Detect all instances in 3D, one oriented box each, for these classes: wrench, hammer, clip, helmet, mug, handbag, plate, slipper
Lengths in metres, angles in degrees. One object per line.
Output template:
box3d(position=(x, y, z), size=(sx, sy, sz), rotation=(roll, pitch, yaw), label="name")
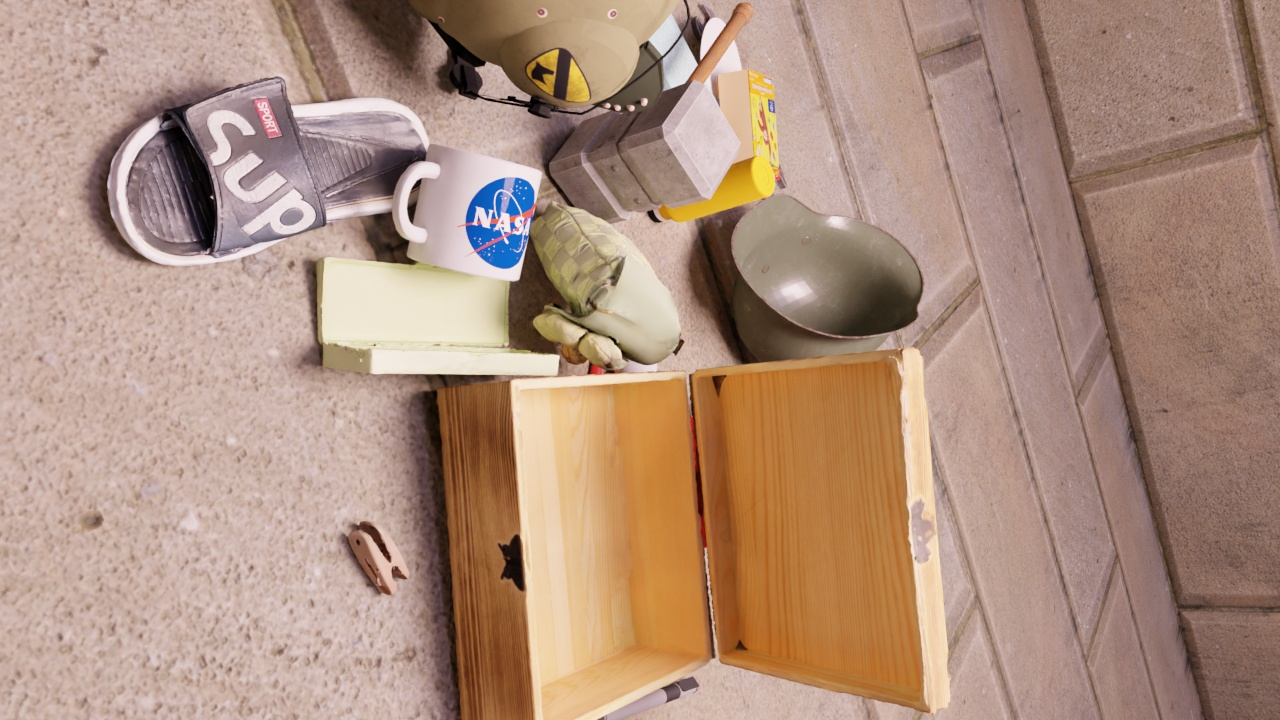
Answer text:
box3d(position=(0.130, -0.327, 1.192), size=(0.069, 0.010, 0.273), rotation=(-47, 117, -45), label="wrench")
box3d(position=(0.052, -0.279, 0.940), size=(0.083, 0.163, 0.316), rotation=(51, 52, -30), label="hammer")
box3d(position=(-0.195, 0.148, 0.679), size=(0.061, 0.026, 0.049), rotation=(39, 57, -48), label="clip")
box3d(position=(-0.080, -0.328, 0.723), size=(0.232, 0.256, 0.249), rotation=(35, 55, -45), label="helmet")
box3d(position=(-0.143, -0.119, 0.725), size=(0.121, 0.091, 0.090), rotation=(4, 103, -50), label="mug")
box3d(position=(-0.047, -0.060, 0.837), size=(0.113, 0.117, 0.186), rotation=(34, 15, -44), label="handbag")
box3d(position=(0.212, -0.071, 1.098), size=(0.267, 0.154, 0.227), rotation=(-25, 62, -31), label="helmet")
box3d(position=(0.096, -0.347, 1.121), size=(0.134, 0.011, 0.134), rotation=(5, 84, -62), label="plate")
box3d(position=(-0.243, -0.142, 0.656), size=(0.263, 0.063, 0.111), rotation=(-26, 102, -53), label="slipper")

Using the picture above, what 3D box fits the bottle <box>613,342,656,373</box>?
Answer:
box3d(position=(-0.006, 0.005, 0.924), size=(0.044, 0.044, 0.136), rotation=(-1, 83, -51), label="bottle")

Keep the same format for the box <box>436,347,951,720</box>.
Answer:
box3d(position=(0.059, 0.139, 0.739), size=(0.285, 0.337, 0.279), rotation=(-3, 86, -53), label="box")

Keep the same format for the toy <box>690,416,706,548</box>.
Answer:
box3d(position=(0.110, 0.105, 0.980), size=(0.196, 0.121, 0.158), rotation=(-29, 116, -45), label="toy")

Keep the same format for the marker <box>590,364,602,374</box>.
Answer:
box3d(position=(-0.039, -0.024, 0.916), size=(0.012, 0.013, 0.142), rotation=(30, 59, -43), label="marker")

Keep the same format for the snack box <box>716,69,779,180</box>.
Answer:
box3d(position=(0.134, -0.285, 1.131), size=(0.088, 0.040, 0.126), rotation=(-17, 104, -61), label="snack box")

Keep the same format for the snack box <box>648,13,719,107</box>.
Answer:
box3d(position=(0.041, -0.296, 1.043), size=(0.175, 0.053, 0.074), rotation=(57, 43, -27), label="snack box")

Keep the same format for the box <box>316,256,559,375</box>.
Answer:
box3d(position=(-0.153, -0.029, 0.724), size=(0.187, 0.082, 0.098), rotation=(-3, 96, -50), label="box")

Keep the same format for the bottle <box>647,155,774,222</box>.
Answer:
box3d(position=(0.071, -0.177, 0.978), size=(0.043, 0.144, 0.043), rotation=(15, 70, -48), label="bottle")

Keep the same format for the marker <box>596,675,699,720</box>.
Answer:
box3d(position=(0.008, 0.330, 0.889), size=(0.140, 0.016, 0.016), rotation=(5, 78, -50), label="marker")
